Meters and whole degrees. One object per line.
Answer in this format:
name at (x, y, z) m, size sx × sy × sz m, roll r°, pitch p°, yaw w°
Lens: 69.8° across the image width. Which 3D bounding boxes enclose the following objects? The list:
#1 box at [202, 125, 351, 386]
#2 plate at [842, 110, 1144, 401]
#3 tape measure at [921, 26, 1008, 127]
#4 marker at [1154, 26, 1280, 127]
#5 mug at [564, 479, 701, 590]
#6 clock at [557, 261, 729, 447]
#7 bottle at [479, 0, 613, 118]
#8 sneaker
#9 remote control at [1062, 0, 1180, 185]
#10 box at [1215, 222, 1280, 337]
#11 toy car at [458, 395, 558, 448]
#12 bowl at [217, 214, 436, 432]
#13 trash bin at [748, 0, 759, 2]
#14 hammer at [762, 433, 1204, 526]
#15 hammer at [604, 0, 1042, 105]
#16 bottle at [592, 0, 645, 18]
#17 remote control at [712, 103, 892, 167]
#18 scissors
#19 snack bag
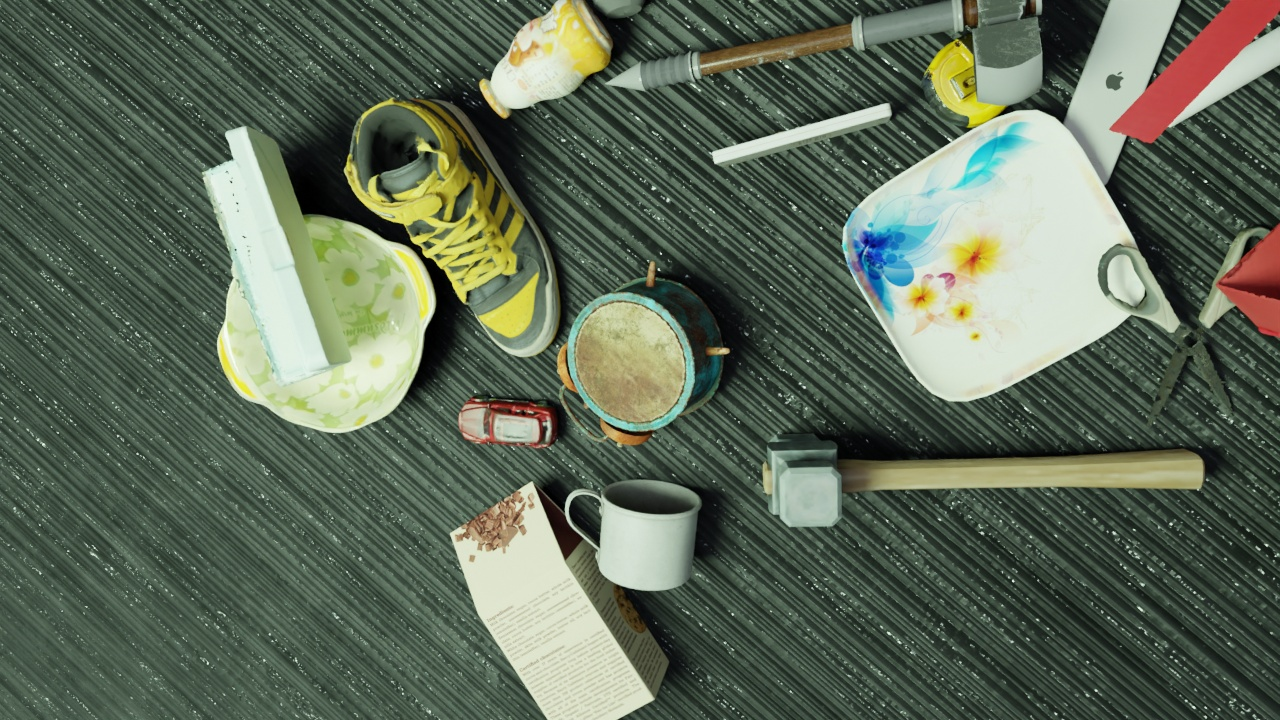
box at (-0.304, -0.080, 0.753) m, size 0.122 × 0.077 × 0.197 m, roll -17°, pitch 93°, yaw 34°
plate at (0.269, -0.077, 0.707) m, size 0.187 × 0.016 × 0.187 m, roll -31°, pitch 96°, yaw 15°
tape measure at (0.247, -0.208, 0.687) m, size 0.064 × 0.037 × 0.065 m, roll -32°, pitch 91°, yaw 15°
marker at (0.435, -0.213, 0.651) m, size 0.133 × 0.027 × 0.023 m, roll -31°, pitch 91°, yaw 17°
mug at (-0.008, 0.144, 0.771) m, size 0.113 × 0.084 × 0.070 m, roll 4°, pitch 102°, yaw -4°
clock at (-0.005, 0.005, 0.760) m, size 0.121 × 0.073 × 0.158 m, roll 50°, pitch 121°, yaw 7°
bottle at (-0.077, -0.241, 0.742) m, size 0.109 × 0.063 × 0.063 m, roll -33°, pitch 90°, yaw 15°
sneaker at (-0.149, -0.109, 0.748) m, size 0.086 × 0.122 × 0.238 m, roll -28°, pitch 91°, yaw 16°
remote control at (0.349, -0.204, 0.679) m, size 0.045 × 0.008 × 0.147 m, roll 19°, pitch 103°, yaw 9°
box at (0.472, -0.094, 0.478) m, size 0.124 × 0.377 × 0.212 m, roll 45°, pitch 102°, yaw 15°
toy car at (-0.118, 0.056, 0.812) m, size 0.091 × 0.036 × 0.042 m, roll 5°, pitch 100°, yaw 17°
bowl at (-0.268, -0.034, 0.818) m, size 0.220 × 0.060 × 0.188 m, roll -23°, pitch 93°, yaw 16°
trash bin at (0.116, -0.362, 0.635) m, size 0.184 × 0.156 × 0.156 m, roll -32°, pitch 91°, yaw 18°
hammer at (0.258, 0.087, 0.706) m, size 0.323 × 0.117 × 0.051 m, roll -2°, pitch 98°, yaw 4°
hammer at (0.126, -0.239, 0.691) m, size 0.323 × 0.043 × 0.155 m, roll -5°, pitch 69°, yaw 20°
bottle at (-0.025, -0.330, 0.724) m, size 0.047 × 0.047 × 0.112 m, roll -11°, pitch 96°, yaw 14°
remote control at (0.125, -0.174, 0.713) m, size 0.136 × 0.050 × 0.011 m, roll -13°, pitch 96°, yaw 14°
scissors at (0.411, -0.033, 0.682) m, size 0.170 × 0.012 × 0.157 m, roll 44°, pitch 99°, yaw -9°
snack bag at (-0.075, 0.216, 0.808) m, size 0.094 × 0.069 × 0.206 m, roll -33°, pitch 90°, yaw 15°
